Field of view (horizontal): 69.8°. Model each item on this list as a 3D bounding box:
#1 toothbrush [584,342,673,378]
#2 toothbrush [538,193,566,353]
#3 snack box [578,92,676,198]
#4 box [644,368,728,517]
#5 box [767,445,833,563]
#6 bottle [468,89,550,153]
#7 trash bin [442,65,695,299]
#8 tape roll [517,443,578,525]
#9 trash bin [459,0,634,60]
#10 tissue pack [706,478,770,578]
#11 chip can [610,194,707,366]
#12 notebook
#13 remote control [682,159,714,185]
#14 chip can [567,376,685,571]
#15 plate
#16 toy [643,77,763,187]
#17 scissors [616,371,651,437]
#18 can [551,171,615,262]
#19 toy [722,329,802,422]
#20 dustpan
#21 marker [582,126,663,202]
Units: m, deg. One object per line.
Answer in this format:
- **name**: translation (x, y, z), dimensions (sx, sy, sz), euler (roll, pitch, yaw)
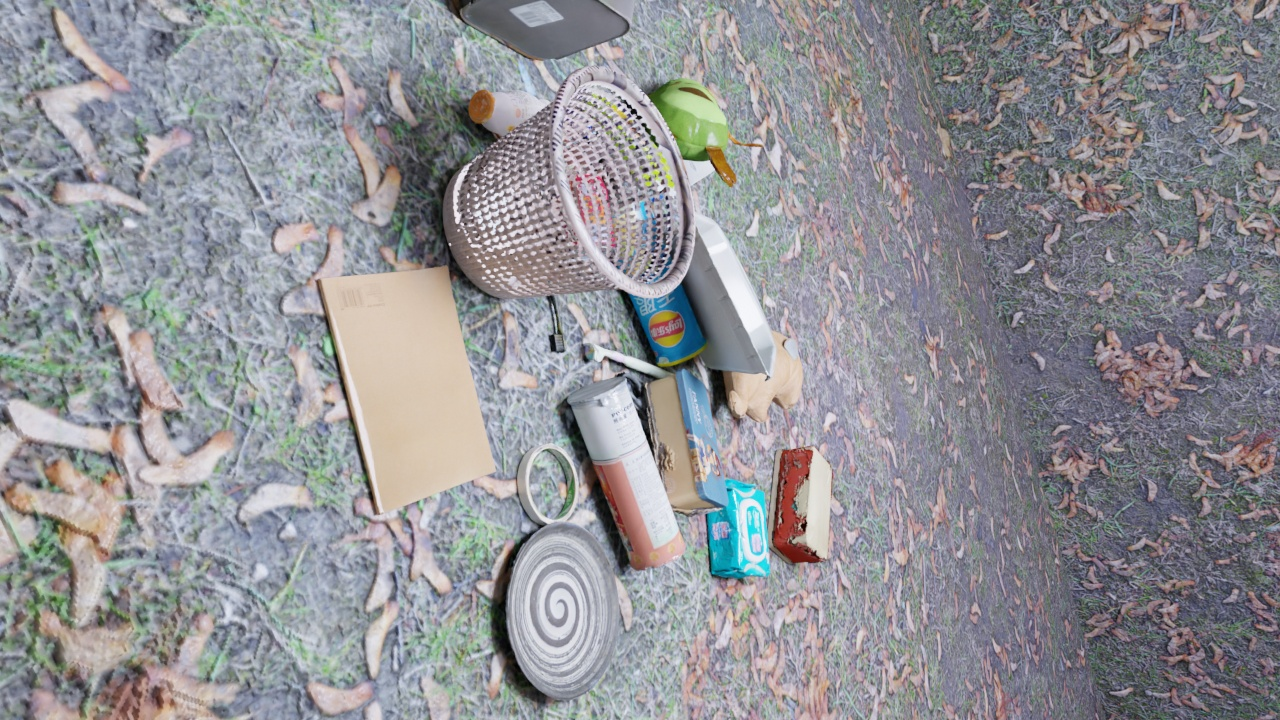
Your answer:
- **toothbrush**: translation (-0.007, 0.007, 1.147), dimensions (0.189, 0.020, 0.029), euler (19, 32, -54)
- **toothbrush**: translation (-0.106, -0.100, 1.041), dimensions (0.017, 0.012, 0.185), euler (-5, 84, -45)
- **snack box**: translation (-0.011, -0.273, 1.157), dimensions (0.085, 0.026, 0.156), euler (11, 39, -55)
- **box**: translation (0.055, 0.098, 1.139), dimensions (0.089, 0.061, 0.184), euler (32, 46, -61)
- **box**: translation (0.253, 0.219, 1.402), dimensions (0.091, 0.080, 0.168), euler (44, 46, -41)
- **bottle**: translation (-0.137, -0.264, 1.001), dimensions (0.108, 0.063, 0.063), euler (3, 77, -56)
- **trash bin**: translation (-0.083, -0.154, 0.927), dimensions (0.227, 0.193, 0.227), euler (23, 61, -50)
- **tape roll**: translation (-0.097, 0.132, 0.976), dimensions (0.085, 0.014, 0.085), euler (24, 60, -50)
- **trash bin**: translation (-0.103, -0.479, 1.021), dimensions (0.198, 0.199, 0.219), euler (13, 76, -52)
- **tissue pack**: translation (0.134, 0.229, 1.251), dimensions (0.093, 0.050, 0.133), euler (14, 68, -53)
- **chip can**: translation (0.014, -0.100, 1.165), dimensions (0.071, 0.071, 0.210), euler (-44, 115, -52)
- **notebook**: translation (-0.210, 0.020, 0.849), dimensions (0.149, 0.012, 0.211), euler (-16, 93, -56)
- **remote control**: translation (0.081, -0.298, 1.373), dimensions (0.134, 0.019, 0.056), euler (-44, 115, -52)
- **chip can**: translation (-0.014, 0.130, 1.047), dimensions (0.071, 0.071, 0.215), euler (-36, 109, -54)
- **plate**: translation (-0.082, 0.258, 0.949), dimensions (0.179, 0.024, 0.179), euler (25, 58, -49)
- **toy**: translation (0.064, -0.327, 1.252), dimensions (0.227, 0.090, 0.246), euler (23, 29, -15)
- **scissors**: translation (0.010, 0.090, 1.152), dimensions (0.146, 0.014, 0.172), euler (-32, 109, -56)
- **can**: translation (-0.068, -0.167, 1.070), dimensions (0.066, 0.067, 0.093), euler (-2, 81, -56)
- **toy**: translation (0.162, 0.019, 1.336), dimensions (0.225, 0.083, 0.143), euler (-18, 81, -54)
- **dustpan**: translation (0.130, -0.095, 1.203), dimensions (0.142, 0.258, 0.222), euler (-27, 92, -16)
- **marker**: translation (-0.028, -0.250, 1.147), dimensions (0.146, 0.017, 0.016), euler (43, 41, -5)
